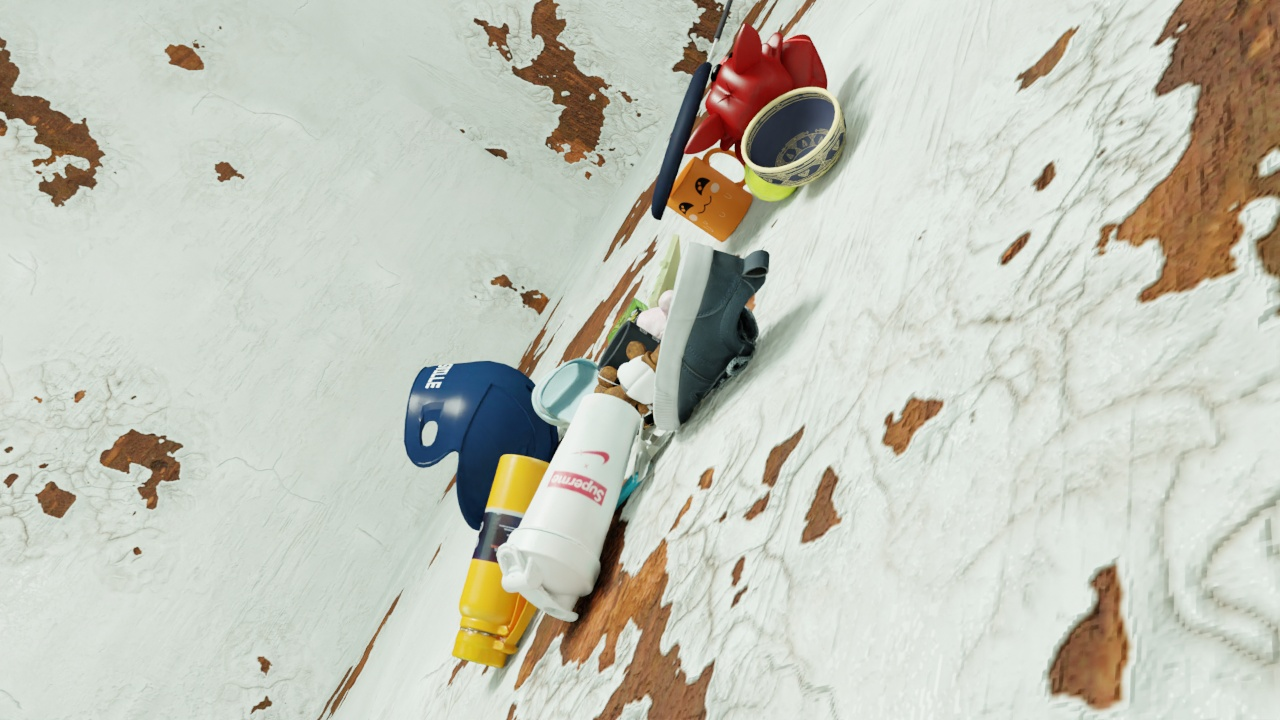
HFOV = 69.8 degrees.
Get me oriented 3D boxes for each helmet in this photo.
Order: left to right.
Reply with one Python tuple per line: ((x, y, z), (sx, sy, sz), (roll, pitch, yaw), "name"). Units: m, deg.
((-0.242, 0.136, 1.470), (0.232, 0.223, 0.272), (-63, -23, -84), "helmet")

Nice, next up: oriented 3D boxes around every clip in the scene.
((0.011, 0.087, 0.951), (0.101, 0.040, 0.054), (-79, 10, -75), "clip")

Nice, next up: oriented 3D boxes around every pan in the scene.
((0.074, -0.346, 1.141), (0.199, 0.021, 0.356), (148, 141, -89), "pan")

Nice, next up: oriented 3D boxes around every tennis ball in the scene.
((0.153, -0.217, 1.059), (0.065, 0.065, 0.065), (-55, 11, 16), "tennis ball")

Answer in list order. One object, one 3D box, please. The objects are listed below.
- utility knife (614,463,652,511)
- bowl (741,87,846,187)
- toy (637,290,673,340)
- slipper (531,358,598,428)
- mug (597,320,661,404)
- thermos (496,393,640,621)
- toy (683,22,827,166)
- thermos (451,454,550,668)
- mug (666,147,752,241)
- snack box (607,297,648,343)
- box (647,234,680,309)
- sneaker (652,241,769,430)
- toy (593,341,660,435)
((-0.025, 0.148, 0.967), (0.124, 0.015, 0.022), (-49, 18, 29), "utility knife")
((0.172, -0.230, 0.988), (0.113, 0.061, 0.112), (-21, 50, 26), "bowl")
((0.033, -0.045, 1.120), (0.110, 0.063, 0.047), (-41, 18, 47), "toy")
((-0.089, 0.042, 1.263), (0.104, 0.074, 0.246), (-50, 25, -12), "slipper")
((-0.007, 0.006, 1.107), (0.071, 0.077, 0.105), (-63, 12, -24), "mug")
((-0.068, 0.140, 0.922), (0.100, 0.099, 0.219), (-43, 22, 54), "thermos")
((0.137, -0.308, 1.072), (0.196, 0.120, 0.159), (-10, -43, -49), "toy")
((-0.152, 0.227, 1.048), (0.092, 0.076, 0.232), (-24, 47, 60), "thermos")
((0.102, -0.234, 1.250), (0.113, 0.096, 0.077), (-53, 12, 23), "mug")
((-0.017, -0.047, 1.450), (0.080, 0.025, 0.147), (-56, 11, 10), "snack box")
((0.031, -0.073, 1.250), (0.187, 0.047, 0.141), (-72, -7, -54), "box")
((0.064, -0.015, 0.857), (0.236, 0.087, 0.089), (101, -179, -50), "sneaker")
((-0.003, 0.029, 1.029), (0.113, 0.087, 0.067), (-47, -9, 19), "toy")
